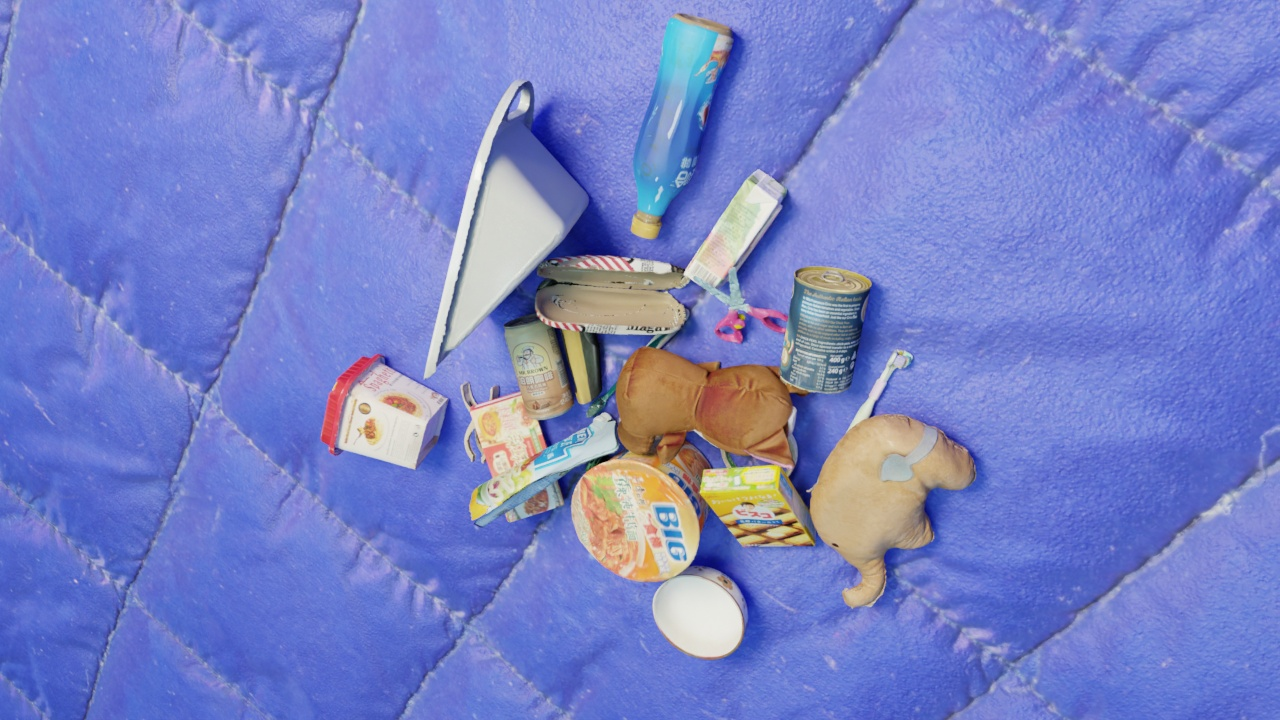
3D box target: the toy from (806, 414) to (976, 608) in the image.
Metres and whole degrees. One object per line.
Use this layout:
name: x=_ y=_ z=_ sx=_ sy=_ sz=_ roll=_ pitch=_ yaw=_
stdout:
toy: x=0.243 y=0.155 z=0.956 sx=0.143 sy=0.082 sz=0.226 roll=25 pitch=119 yaw=7

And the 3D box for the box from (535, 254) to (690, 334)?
box: x=-0.029 y=-0.062 z=0.966 sx=0.162 sy=0.076 sz=0.087 roll=1 pitch=84 yaw=-14

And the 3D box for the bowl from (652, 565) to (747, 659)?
bowl: x=0.077 y=0.291 z=1.092 sx=0.113 sy=0.062 sz=0.113 roll=8 pitch=111 yaw=20

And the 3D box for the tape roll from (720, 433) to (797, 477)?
tape roll: x=0.132 y=0.100 z=1.022 sx=0.086 sy=0.013 sz=0.086 roll=8 pitch=112 yaw=21

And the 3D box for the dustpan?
dustpan: x=-0.158 y=-0.147 z=0.945 sx=0.258 sy=0.222 sz=0.142 roll=-41 pitch=102 yaw=19

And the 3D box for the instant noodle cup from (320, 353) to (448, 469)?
instant noodle cup: x=-0.320 y=0.070 z=1.161 sx=0.124 sy=0.116 sz=0.117 roll=21 pitch=117 yaw=2

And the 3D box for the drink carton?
drink carton: x=0.097 y=-0.128 z=0.928 sx=0.045 sy=0.053 sz=0.123 roll=37 pitch=120 yaw=3

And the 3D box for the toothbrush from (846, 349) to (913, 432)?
toothbrush: x=0.230 y=0.069 z=0.965 sx=0.020 sy=0.029 sz=0.190 roll=58 pitch=134 yaw=45

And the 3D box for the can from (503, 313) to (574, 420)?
can: x=-0.118 y=0.007 z=1.071 sx=0.059 sy=0.058 sz=0.116 roll=-7 pitch=107 yaw=26

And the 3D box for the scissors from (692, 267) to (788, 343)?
scissors: x=0.108 y=-0.055 z=0.936 sx=0.113 sy=0.017 sz=0.134 roll=3 pitch=149 yaw=12

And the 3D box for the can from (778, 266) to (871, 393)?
can: x=0.183 y=-0.030 z=0.915 sx=0.075 sy=0.075 sz=0.111 roll=13 pitch=115 yaw=19

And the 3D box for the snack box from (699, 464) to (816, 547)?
snack box: x=0.130 y=0.160 z=0.994 sx=0.087 sy=0.033 sz=0.140 roll=-6 pitch=141 yaw=26

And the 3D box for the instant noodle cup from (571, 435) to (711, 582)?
instant noodle cup: x=0.012 y=0.158 z=1.041 sx=0.151 sy=0.111 sz=0.151 roll=8 pitch=112 yaw=21

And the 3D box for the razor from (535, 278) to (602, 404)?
razor: x=-0.075 y=-0.029 z=1.044 sx=0.067 sy=0.062 sz=0.168 roll=-12 pitch=113 yaw=-6

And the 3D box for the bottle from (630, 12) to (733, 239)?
bottle: x=0.031 y=-0.227 z=0.912 sx=0.065 sy=0.065 sz=0.219 roll=24 pitch=117 yaw=14

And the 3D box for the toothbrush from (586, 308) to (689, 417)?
toothbrush: x=-0.006 y=0.006 z=1.045 sx=0.016 sy=0.018 sz=0.192 roll=45 pitch=120 yaw=3

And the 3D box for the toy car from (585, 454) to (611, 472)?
toy car: x=-0.051 y=0.156 z=1.108 sx=0.036 sy=0.043 sz=0.091 roll=10 pitch=113 yaw=21

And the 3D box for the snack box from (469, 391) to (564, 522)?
snack box: x=-0.151 y=0.118 z=1.128 sx=0.075 sy=0.025 sz=0.153 roll=-17 pitch=104 yaw=-4

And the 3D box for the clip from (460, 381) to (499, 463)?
clip: x=-0.200 y=0.077 z=1.150 sx=0.072 sy=0.034 sz=0.100 roll=6 pitch=107 yaw=22

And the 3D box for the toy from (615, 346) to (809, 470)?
toy: x=0.074 y=0.053 z=0.964 sx=0.200 sy=0.139 sz=0.130 roll=3 pitch=148 yaw=17

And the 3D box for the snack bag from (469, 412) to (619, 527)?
snack bag: x=-0.107 y=0.122 z=1.055 sx=0.191 sy=0.110 sz=0.039 roll=-31 pitch=96 yaw=8
